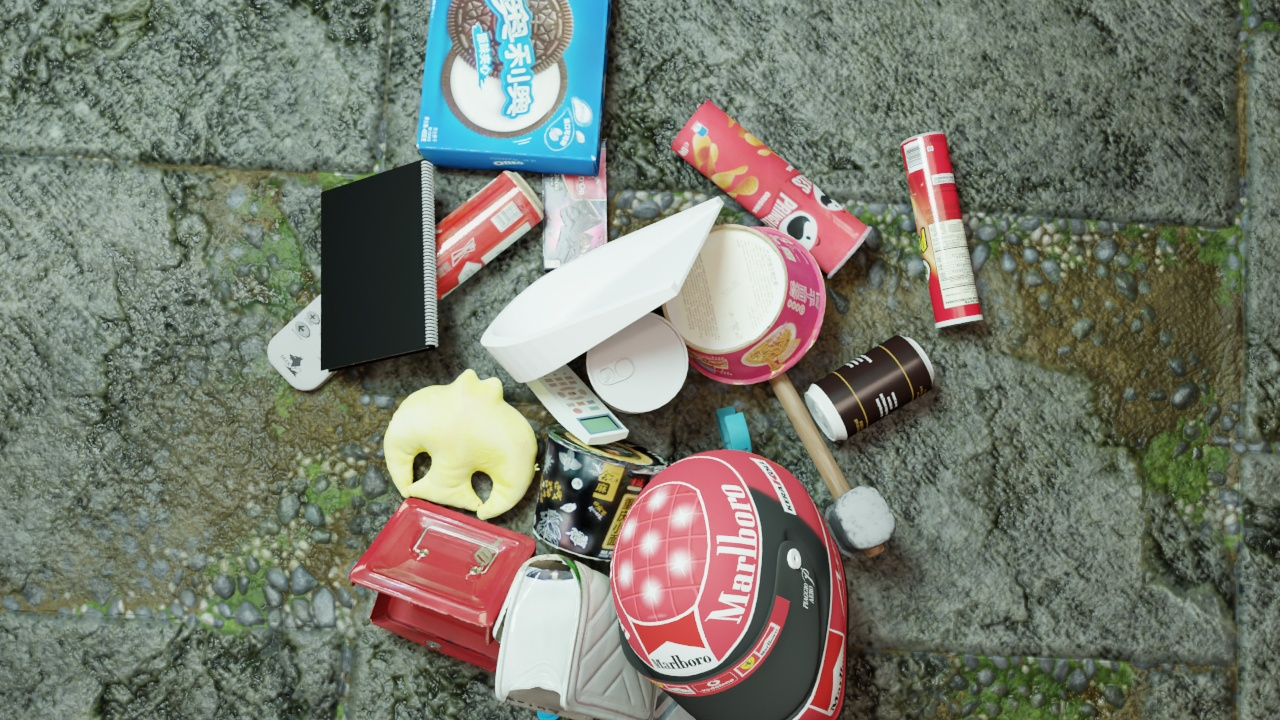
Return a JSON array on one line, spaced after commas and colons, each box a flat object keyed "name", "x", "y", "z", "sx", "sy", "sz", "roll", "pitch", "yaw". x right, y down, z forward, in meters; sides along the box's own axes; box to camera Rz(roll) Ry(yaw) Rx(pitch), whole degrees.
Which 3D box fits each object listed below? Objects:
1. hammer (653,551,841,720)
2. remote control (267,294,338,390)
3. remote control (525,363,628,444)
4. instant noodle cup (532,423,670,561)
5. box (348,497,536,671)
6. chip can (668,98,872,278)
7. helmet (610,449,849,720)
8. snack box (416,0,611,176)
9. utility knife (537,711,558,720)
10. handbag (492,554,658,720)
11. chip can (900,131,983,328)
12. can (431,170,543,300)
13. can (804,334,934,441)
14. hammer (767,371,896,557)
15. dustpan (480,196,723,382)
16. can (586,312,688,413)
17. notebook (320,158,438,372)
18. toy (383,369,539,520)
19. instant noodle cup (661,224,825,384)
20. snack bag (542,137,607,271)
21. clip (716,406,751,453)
[{"name": "hammer", "x": 0.131, "y": 0.289, "z": 1.003, "sx": 0.117, "sy": 0.051, "sz": 0.322, "roll": 42, "pitch": 83, "yaw": 4}, {"name": "remote control", "x": -0.342, "y": -0.036, "z": 1.020, "sx": 0.151, "sy": 0.019, "sz": 0.074, "roll": -43, "pitch": 89, "yaw": -4}, {"name": "remote control", "x": -0.074, "y": 0.047, "z": 0.977, "sx": 0.049, "sy": 0.143, "sz": 0.024, "roll": -7, "pitch": 126, "yaw": -37}, {"name": "instant noodle cup", "x": -0.048, "y": 0.141, "z": 0.969, "sx": 0.137, "sy": 0.137, "sz": 0.112, "roll": 17, "pitch": 95, "yaw": -1}, {"name": "box", "x": -0.196, "y": 0.240, "z": 0.962, "sx": 0.157, "sy": 0.156, "sz": 0.146, "roll": 18, "pitch": 43, "yaw": 12}, {"name": "chip can", "x": 0.143, "y": -0.192, "z": 1.020, "sx": 0.233, "sy": 0.073, "sz": 0.073, "roll": 39, "pitch": 86, "yaw": 2}, {"name": "helmet", "x": 0.079, "y": 0.216, "z": 0.869, "sx": 0.198, "sy": 0.224, "sz": 0.270, "roll": -20, "pitch": 54, "yaw": 35}, {"name": "snack box", "x": -0.136, "y": -0.329, "z": 1.019, "sx": 0.195, "sy": 0.056, "sz": 0.238, "roll": 4, "pitch": 81, "yaw": -1}, {"name": "utility knife", "x": -0.099, "y": 0.358, "z": 1.006, "sx": 0.031, "sy": 0.015, "sz": 0.225, "roll": -1, "pitch": 88, "yaw": 3}, {"name": "handbag", "x": -0.056, "y": 0.281, "z": 0.910, "sx": 0.096, "sy": 0.198, "sz": 0.141, "roll": -6, "pitch": 61, "yaw": 27}, {"name": "chip can", "x": 0.338, "y": -0.146, "z": 1.033, "sx": 0.052, "sy": 0.052, "sz": 0.214, "roll": -10, "pitch": 86, "yaw": -3}, {"name": "can", "x": -0.187, "y": -0.135, "z": 1.007, "sx": 0.170, "sy": 0.067, "sz": 0.067, "roll": -39, "pitch": 88, "yaw": -4}, {"name": "can", "x": 0.252, "y": 0.030, "z": 1.009, "sx": 0.128, "sy": 0.072, "sz": 0.072, "roll": -30, "pitch": 88, "yaw": -3}, {"name": "hammer", "x": 0.171, "y": 0.060, "z": 0.991, "sx": 0.052, "sy": 0.098, "sz": 0.328, "roll": -26, "pitch": 73, "yaw": -5}, {"name": "dustpan", "x": -0.052, "y": -0.074, "z": 0.925, "sx": 0.258, "sy": 0.191, "sz": 0.053, "roll": -30, "pitch": 109, "yaw": 33}, {"name": "can", "x": -0.006, "y": 0.006, "z": 0.965, "sx": 0.099, "sy": 0.144, "sz": 0.099, "roll": 0, "pitch": 86, "yaw": -2}, {"name": "notebook", "x": -0.281, "y": -0.100, "z": 0.979, "sx": 0.149, "sy": 0.016, "sz": 0.206, "roll": -11, "pitch": 75, "yaw": 24}, {"name": "toy", "x": -0.190, "y": 0.088, "z": 0.995, "sx": 0.170, "sy": 0.064, "sz": 0.155, "roll": 17, "pitch": 92, "yaw": -1}, {"name": "instant noodle cup", "x": 0.098, "y": -0.068, "z": 0.969, "sx": 0.179, "sy": 0.077, "sz": 0.178, "roll": -6, "pitch": 77, "yaw": 25}, {"name": "snack bag", "x": -0.074, "y": -0.175, "z": 1.039, "sx": 0.074, "sy": 0.018, "sz": 0.155, "roll": -1, "pitch": 85, "yaw": -1}, {"name": "clip", "x": 0.106, "y": 0.104, "z": 1.024, "sx": 0.031, "sy": 0.121, "sz": 0.130, "roll": -15, "pitch": 116, "yaw": -7}]
